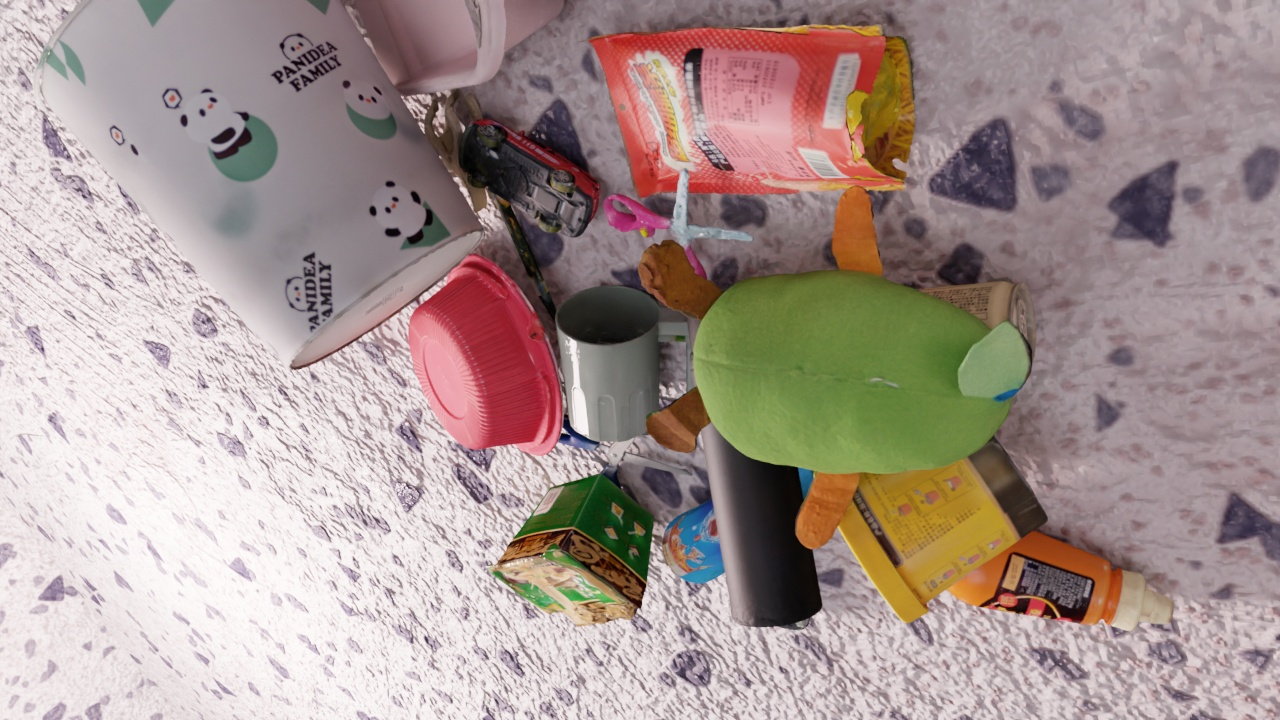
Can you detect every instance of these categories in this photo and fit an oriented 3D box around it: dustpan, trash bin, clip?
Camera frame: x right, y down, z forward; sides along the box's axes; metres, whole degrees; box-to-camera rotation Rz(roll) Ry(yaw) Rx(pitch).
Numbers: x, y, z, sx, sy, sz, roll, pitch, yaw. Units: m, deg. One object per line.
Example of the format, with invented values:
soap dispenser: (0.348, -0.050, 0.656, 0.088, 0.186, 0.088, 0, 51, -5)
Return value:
dustpan: (-0.169, -0.283, 0.600, 0.274, 0.138, 0.223, -2, 121, 36)
trash bin: (-0.264, -0.146, 0.694, 0.252, 0.228, 0.230, 53, 135, -5)
clip: (-0.151, -0.171, 0.749, 0.070, 0.034, 0.100, 25, 141, 18)

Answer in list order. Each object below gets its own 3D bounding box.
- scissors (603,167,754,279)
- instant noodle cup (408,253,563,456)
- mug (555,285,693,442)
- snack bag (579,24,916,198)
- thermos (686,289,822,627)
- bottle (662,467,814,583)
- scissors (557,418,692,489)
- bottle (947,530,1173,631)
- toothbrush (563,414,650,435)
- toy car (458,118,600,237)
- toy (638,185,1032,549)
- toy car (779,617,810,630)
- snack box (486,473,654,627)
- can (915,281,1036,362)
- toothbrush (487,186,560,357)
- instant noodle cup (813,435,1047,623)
scissors: (0.029, -0.089, 0.667, 0.133, 0.017, 0.134, 14, 143, 40)
instant noodle cup: (-0.146, 0.007, 0.809, 0.194, 0.065, 0.194, 36, 139, 39)
mug: (-0.004, 0.004, 0.747, 0.124, 0.083, 0.103, 2, 127, 5)
snack bag: (0.063, -0.157, 0.585, 0.208, 0.073, 0.129, 10, 140, 36)
thermos: (0.088, 0.067, 0.667, 0.090, 0.068, 0.242, -6, 95, 38)
bottle: (0.100, 0.124, 0.763, 0.065, 0.065, 0.219, 46, 135, -2)
scissors: (-0.033, 0.090, 0.858, 0.176, 0.012, 0.163, 20, 138, 15)
bottle: (0.296, 0.157, 0.653, 0.150, 0.066, 0.067, 13, 129, 19)
toothbrush: (-0.059, 0.057, 0.864, 0.189, 0.014, 0.017, 1, 134, 36)
toy car: (-0.085, -0.143, 0.710, 0.120, 0.045, 0.053, 32, 133, 5)
toy: (0.110, 0.006, 0.568, 0.247, 0.089, 0.227, 9, 102, 30)
toy car: (0.124, 0.206, 0.828, 0.043, 0.034, 0.090, -11, 117, 37)
snack box: (-0.055, 0.173, 0.862, 0.118, 0.105, 0.117, -22, 125, 42)
can: (0.189, -0.018, 0.596, 0.116, 0.058, 0.058, -3, 120, 37)
toothbrush: (-0.091, -0.070, 0.788, 0.012, 0.017, 0.186, -6, 117, 34)
instant noodle cup: (0.196, 0.096, 0.619, 0.114, 0.118, 0.118, -34, 100, 12)
